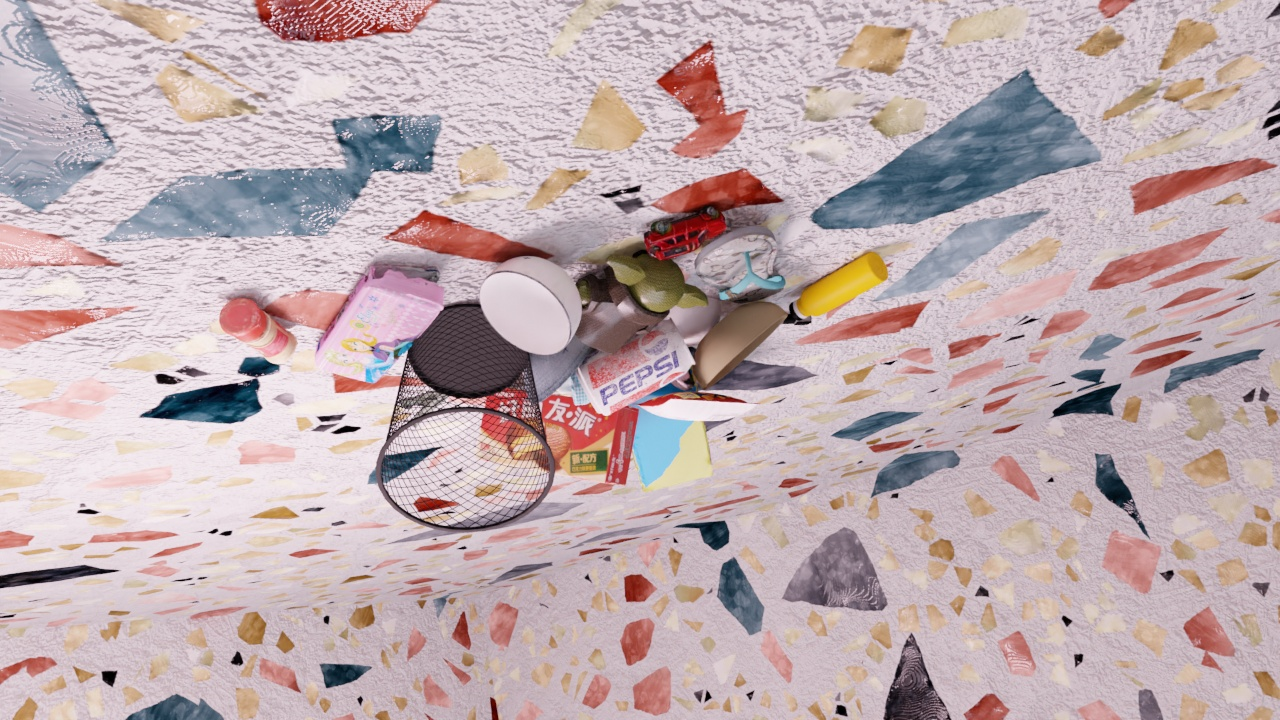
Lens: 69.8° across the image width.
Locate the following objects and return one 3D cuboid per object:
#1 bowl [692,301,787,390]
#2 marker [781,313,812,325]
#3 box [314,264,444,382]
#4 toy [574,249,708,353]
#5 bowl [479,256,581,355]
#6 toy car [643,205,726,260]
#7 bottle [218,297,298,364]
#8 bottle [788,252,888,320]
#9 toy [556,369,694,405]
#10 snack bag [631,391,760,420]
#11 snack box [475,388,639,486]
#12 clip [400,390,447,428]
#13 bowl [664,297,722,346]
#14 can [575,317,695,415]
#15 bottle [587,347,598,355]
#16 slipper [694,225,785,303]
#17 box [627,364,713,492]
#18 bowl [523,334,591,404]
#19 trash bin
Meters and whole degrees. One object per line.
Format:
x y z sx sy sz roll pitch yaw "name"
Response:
0.124 -0.029 1.227 0.152 0.050 0.152 -40 172 -7 "bowl"
0.189 -0.059 1.337 0.140 0.016 0.016 -3 159 -28 "marker"
-0.298 -0.044 1.035 0.084 0.053 0.231 18 149 -27 "box"
-0.018 -0.071 1.068 0.153 0.078 0.179 -32 149 30 "toy"
-0.113 -0.068 1.004 0.113 0.063 0.114 18 137 17 "bowl"
0.049 -0.137 0.993 0.091 0.036 0.042 -21 162 3 "toy car"
-0.408 -0.030 0.986 0.044 0.044 0.109 -13 162 -1 "bottle"
0.263 -0.095 1.240 0.043 0.043 0.144 4 155 -42 "bottle"
-0.033 0.003 1.247 0.205 0.105 0.131 -7 174 4 "toy"
0.074 0.063 1.258 0.130 0.039 0.144 4 173 -20 "snack bag"
-0.123 0.107 1.329 0.237 0.113 0.060 6 172 30 "snack box"
-0.313 0.063 1.343 0.076 0.059 0.023 -30 160 10 "clip"
0.063 -0.044 1.258 0.110 0.040 0.110 -12 161 -4 "bowl"
-0.007 0.007 1.147 0.136 0.078 0.078 -28 161 2 "can"
-0.071 -0.010 1.286 0.113 0.030 0.030 -7 161 -17 "bottle"
0.126 -0.094 1.113 0.098 0.054 0.268 -15 168 10 "slipper"
0.033 0.084 1.387 0.124 0.080 0.221 -15 122 0 "box"
-0.116 -0.015 1.168 0.057 0.136 0.137 41 137 -17 "bowl"
-0.195 0.054 1.040 0.184 0.209 0.184 -5 129 -6 "trash bin"
